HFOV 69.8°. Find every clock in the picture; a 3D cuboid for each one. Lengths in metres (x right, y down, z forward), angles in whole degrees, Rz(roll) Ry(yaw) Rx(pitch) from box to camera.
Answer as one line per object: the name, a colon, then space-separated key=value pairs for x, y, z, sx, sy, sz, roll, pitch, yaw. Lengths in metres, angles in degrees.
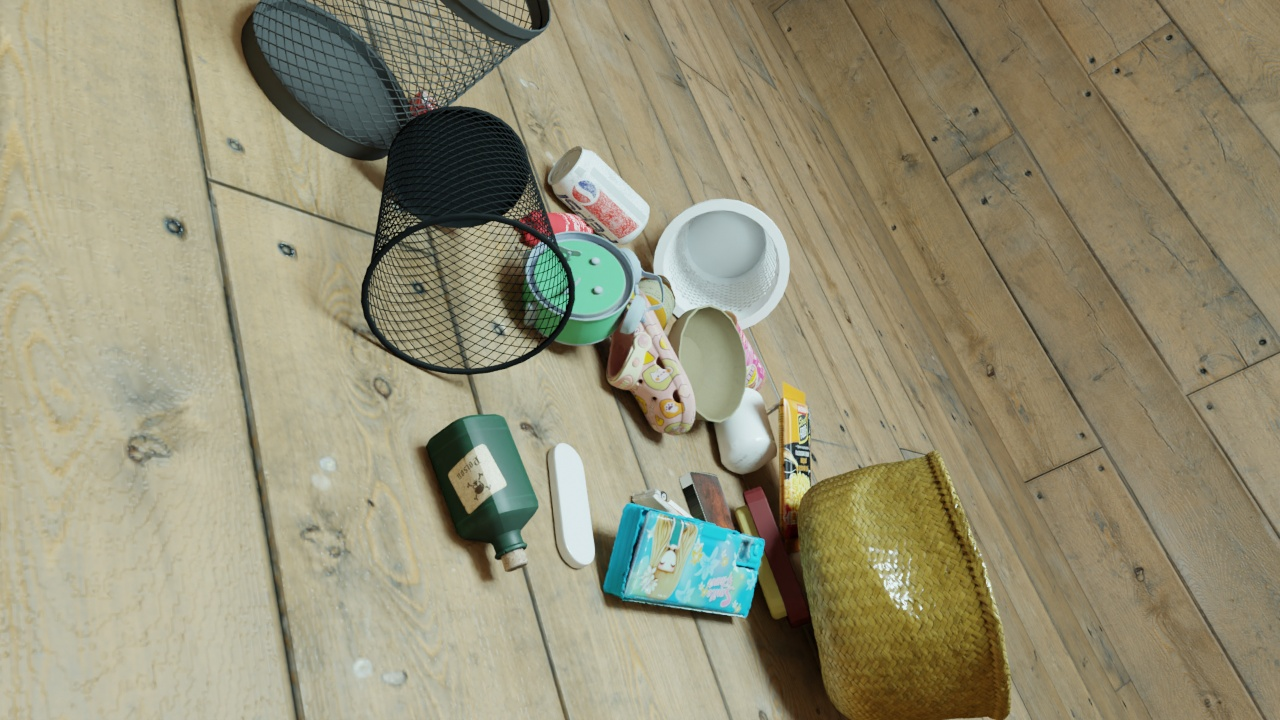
clock: x=-0.052 y=-0.083 z=1.039 sx=0.161 sy=0.076 sz=0.121 roll=1 pitch=59 yaw=-13

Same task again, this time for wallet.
wallet: x=0.092 y=0.196 z=1.117 sx=0.072 sy=0.019 sz=0.123 roll=18 pitch=46 yaw=-51

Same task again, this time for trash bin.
trash bin: x=-0.168 y=-0.125 z=0.875 sx=0.184 sy=0.184 sz=0.209 roll=33 pitch=29 yaw=-38
trash bin: x=-0.247 y=-0.344 z=0.911 sx=0.217 sy=0.228 sz=0.217 roll=40 pitch=31 yaw=-30
trash bin: x=0.128 y=-0.166 z=1.415 sx=0.195 sy=0.196 sz=0.199 roll=51 pitch=18 yaw=-11

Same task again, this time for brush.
brush: x=0.157 y=0.243 z=1.125 sx=0.082 sy=0.042 sz=0.173 roll=68 pitch=2 yaw=-63

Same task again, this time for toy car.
toy car: x=0.038 y=0.185 z=1.023 sx=0.113 sy=0.039 sz=0.039 roll=41 pitch=50 yaw=-27

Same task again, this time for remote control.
remote control: x=-0.069 y=0.142 z=0.914 sx=0.043 sy=0.013 sz=0.136 roll=31 pitch=36 yaw=-41

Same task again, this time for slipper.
slipper: x=-0.007 y=0.006 z=1.107 sx=0.081 sy=0.093 sz=0.197 roll=-23 pitch=90 yaw=-26

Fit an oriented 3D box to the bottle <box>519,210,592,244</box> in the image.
bottle: x=-0.102 y=-0.167 z=1.168 sx=0.042 sy=0.042 sz=0.141 roll=62 pitch=27 yaw=10

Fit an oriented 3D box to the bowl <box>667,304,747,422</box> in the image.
bowl: x=0.076 y=0.006 z=1.192 sx=0.152 sy=0.051 sz=0.152 roll=11 pitch=76 yaw=-50

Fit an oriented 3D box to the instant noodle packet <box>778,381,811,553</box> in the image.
instant noodle packet: x=0.211 y=0.146 z=1.245 sx=0.159 sy=0.032 sz=0.220 roll=20 pitch=69 yaw=-68

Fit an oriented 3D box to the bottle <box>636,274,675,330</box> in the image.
bottle: x=0.011 y=-0.074 z=1.225 sx=0.068 sy=0.068 sz=0.156 roll=50 pitch=27 yaw=-13

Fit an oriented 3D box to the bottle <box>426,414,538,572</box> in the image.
bottle: x=-0.129 y=0.117 z=0.788 sx=0.061 sy=0.061 sz=0.131 roll=2 pitch=59 yaw=-56

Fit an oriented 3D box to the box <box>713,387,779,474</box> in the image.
box: x=0.160 y=0.095 z=1.275 sx=0.141 sy=0.084 sz=0.140 roll=21 pitch=41 yaw=-32

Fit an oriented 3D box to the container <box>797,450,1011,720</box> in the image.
container: x=0.301 y=0.282 z=1.098 sx=0.306 sy=0.197 sz=0.307 roll=-11 pitch=89 yaw=-79

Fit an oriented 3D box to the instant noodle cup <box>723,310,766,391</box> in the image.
instant noodle cup: x=0.124 y=0.000 z=1.315 sx=0.108 sy=0.098 sz=0.097 roll=49 pitch=27 yaw=-31

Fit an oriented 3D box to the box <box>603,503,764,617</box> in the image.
box: x=0.055 y=0.215 z=0.969 sx=0.226 sy=0.041 sz=0.094 roll=25 pitch=78 yaw=-47

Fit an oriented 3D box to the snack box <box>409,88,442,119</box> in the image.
snack box: x=-0.218 y=-0.252 z=1.090 sx=0.133 sy=0.021 sz=0.089 roll=37 pitch=32 yaw=-34

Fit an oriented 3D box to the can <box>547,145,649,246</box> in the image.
can: x=-0.057 y=-0.226 z=1.268 sx=0.136 sy=0.078 sz=0.078 roll=39 pitch=31 yaw=-30
